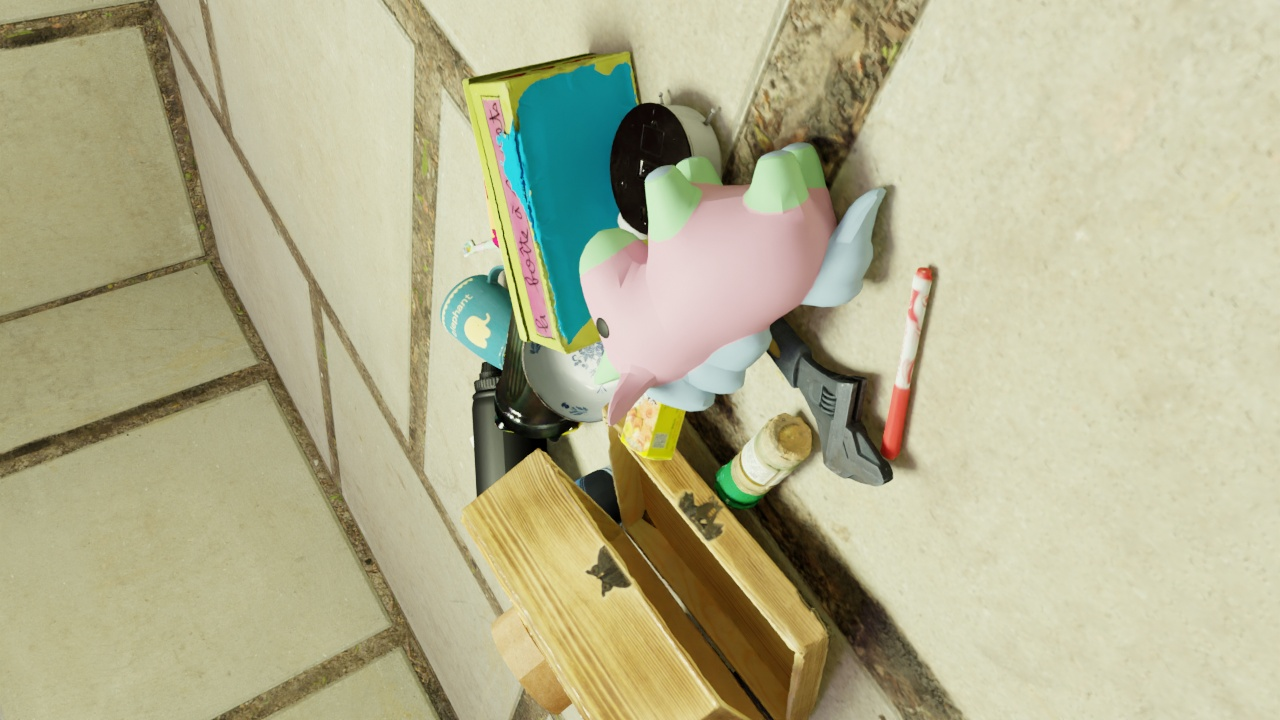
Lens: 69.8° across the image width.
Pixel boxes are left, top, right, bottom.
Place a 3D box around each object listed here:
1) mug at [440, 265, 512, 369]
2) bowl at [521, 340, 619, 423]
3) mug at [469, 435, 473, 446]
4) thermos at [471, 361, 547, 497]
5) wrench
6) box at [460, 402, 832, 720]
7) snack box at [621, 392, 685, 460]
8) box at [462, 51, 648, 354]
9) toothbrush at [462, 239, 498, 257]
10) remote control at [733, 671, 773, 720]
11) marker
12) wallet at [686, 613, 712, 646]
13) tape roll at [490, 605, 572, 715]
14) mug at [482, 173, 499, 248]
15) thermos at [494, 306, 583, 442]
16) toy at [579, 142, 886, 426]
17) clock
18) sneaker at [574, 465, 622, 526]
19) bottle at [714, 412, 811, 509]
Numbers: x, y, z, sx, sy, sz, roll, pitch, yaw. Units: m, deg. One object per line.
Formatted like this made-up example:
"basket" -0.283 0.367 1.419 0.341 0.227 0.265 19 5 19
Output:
"mug" -0.159 -0.051 1.043 0.104 0.084 0.112 39 114 32
"bowl" -0.051 -0.002 0.866 0.114 0.045 0.114 9 115 21
"mug" -0.159 0.130 1.168 0.105 0.082 0.082 66 153 5
"thermos" -0.154 0.099 1.086 0.086 0.086 0.198 -18 74 63
"wrench" 0.094 -0.021 0.662 0.273 0.022 0.074 54 146 27
"box" 0.023 0.220 0.825 0.279 0.192 0.251 47 173 34
"snack box" 0.023 0.005 0.740 0.040 0.028 0.148 28 107 52
"box" -0.054 -0.130 0.744 0.079 0.124 0.221 18 127 53
"toothbrush" -0.175 -0.135 1.064 0.155 0.015 0.022 3 79 60
"remote control" 0.132 0.355 0.895 0.136 0.015 0.032 29 135 49
"marker" 0.166 0.005 0.573 0.013 0.012 0.142 39 141 42
"wallet" 0.029 0.329 0.966 0.116 0.037 0.118 -30 60 42
"tape roll" -0.085 0.249 0.769 0.094 0.027 0.094 51 177 3
"mug" -0.086 -0.156 0.836 0.118 0.081 0.098 15 128 23
"thermos" -0.099 -0.006 0.954 0.098 0.098 0.221 47 142 32
"toy" 0.054 -0.047 0.603 0.223 0.119 0.171 -1 108 28
"clock" 0.017 -0.130 0.681 0.094 0.035 0.123 33 125 44
"sneaker" -0.079 0.191 1.053 0.083 0.098 0.242 58 151 17
"bottle" 0.096 0.081 0.723 0.043 0.043 0.111 58 151 17
